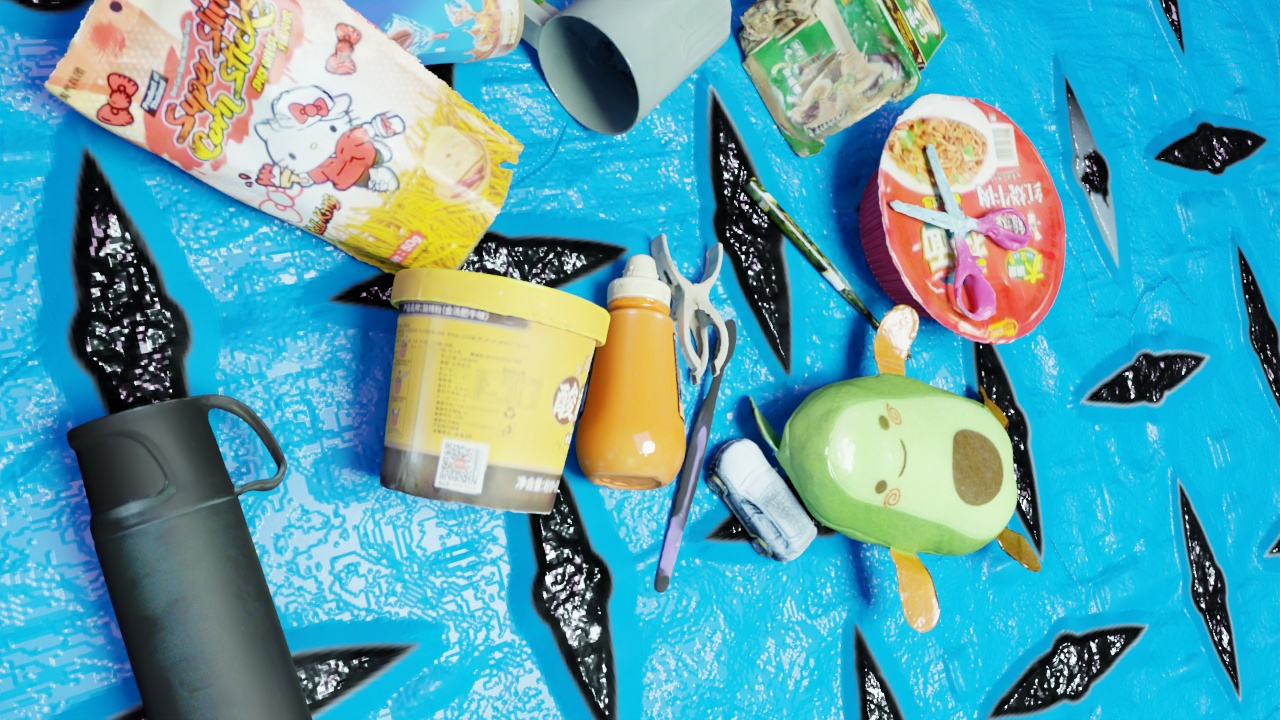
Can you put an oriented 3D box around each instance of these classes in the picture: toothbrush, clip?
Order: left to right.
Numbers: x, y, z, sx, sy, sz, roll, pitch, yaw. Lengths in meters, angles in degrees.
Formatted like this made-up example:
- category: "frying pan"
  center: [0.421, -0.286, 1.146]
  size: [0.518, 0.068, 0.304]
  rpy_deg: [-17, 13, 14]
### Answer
- category: "clip"
  center: [0.034, -0.034, 0.613]
  size: [0.070, 0.035, 0.099]
  rpy_deg: [3, 72, -26]
- category: "toothbrush"
  center: [0.036, 0.060, 0.609]
  size: [0.014, 0.017, 0.188]
  rpy_deg: [19, 76, -12]
- category: "toothbrush"
  center: [0.141, -0.065, 0.680]
  size: [0.012, 0.017, 0.186]
  rpy_deg: [-42, 104, 11]

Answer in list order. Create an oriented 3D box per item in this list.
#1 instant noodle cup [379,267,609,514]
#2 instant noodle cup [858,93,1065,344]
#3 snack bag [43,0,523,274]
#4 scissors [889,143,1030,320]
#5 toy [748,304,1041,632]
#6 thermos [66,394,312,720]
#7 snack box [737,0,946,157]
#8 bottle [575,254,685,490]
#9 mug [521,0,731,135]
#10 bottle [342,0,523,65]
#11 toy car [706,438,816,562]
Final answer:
- category: "instant noodle cup"
  center: [-0.084, 0.019, 0.497]
  size: [0.118, 0.119, 0.114]
  rpy_deg: [13, 83, -25]
- category: "instant noodle cup"
  center: [0.239, -0.104, 0.710]
  size: [0.193, 0.066, 0.193]
  rpy_deg: [4, 81, -27]
- category: "snack bag"
  center: [-0.171, -0.125, 0.474]
  size: [0.207, 0.073, 0.129]
  rpy_deg: [31, 111, -34]
- category: "scissors"
  center: [0.237, -0.096, 0.663]
  size: [0.133, 0.017, 0.133]
  rpy_deg: [-17, 86, -26]
- category: "toy"
  center: [0.193, 0.073, 0.643]
  size: [0.246, 0.090, 0.226]
  rpy_deg: [8, 70, -30]
- category: "thermos"
  center: [-0.194, 0.137, 0.441]
  size: [0.089, 0.069, 0.242]
  rpy_deg: [-17, 89, -24]
- category: "snack box"
  center: [0.156, -0.235, 0.669]
  size: [0.105, 0.118, 0.117]
  rpy_deg: [-37, 99, -38]
- category: "bottle"
  center: [-0.003, 0.003, 0.572]
  size: [0.066, 0.067, 0.149]
  rpy_deg: [13, 69, -25]
- category: "mug"
  center: [-0.017, -0.221, 0.594]
  size: [0.124, 0.084, 0.103]
  rpy_deg: [41, 63, 6]
- category: "bottle"
  center: [-0.174, -0.187, 0.510]
  size: [0.218, 0.065, 0.065]
  rpy_deg: [-19, 91, -28]
- category: "toy car"
  center: [0.082, 0.093, 0.614]
  size: [0.042, 0.034, 0.090]
  rpy_deg: [-39, 99, -24]
